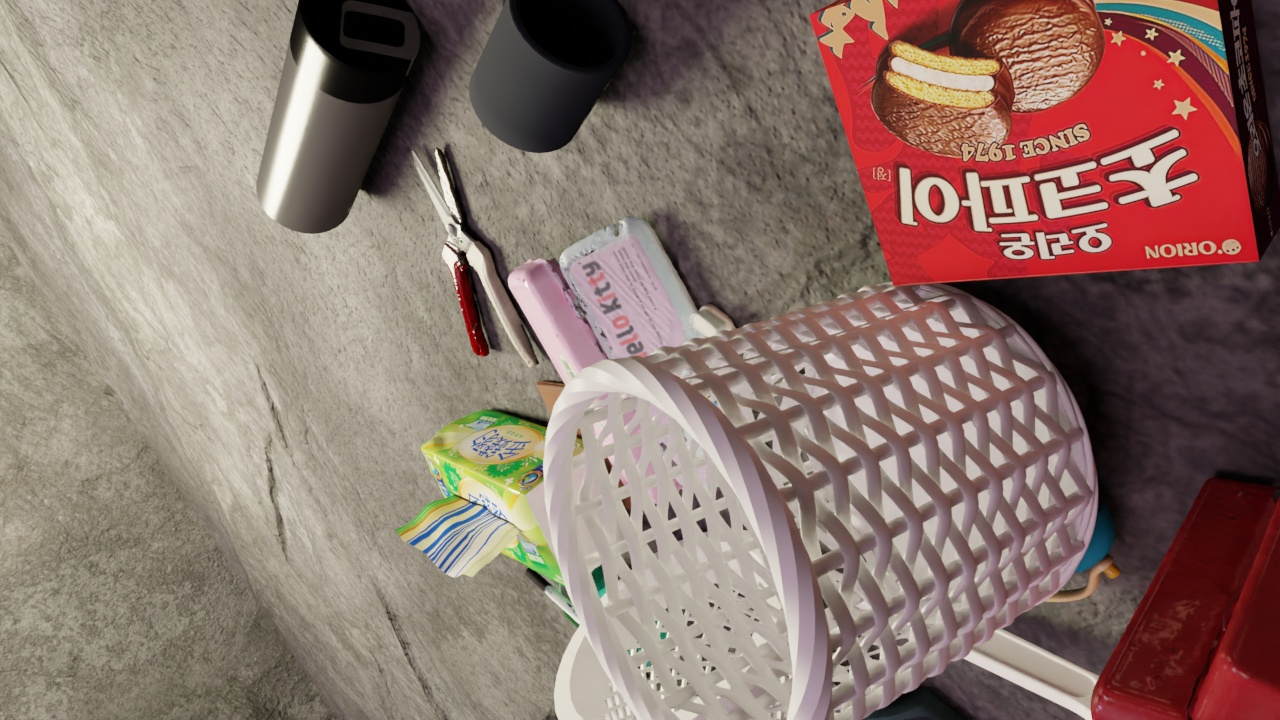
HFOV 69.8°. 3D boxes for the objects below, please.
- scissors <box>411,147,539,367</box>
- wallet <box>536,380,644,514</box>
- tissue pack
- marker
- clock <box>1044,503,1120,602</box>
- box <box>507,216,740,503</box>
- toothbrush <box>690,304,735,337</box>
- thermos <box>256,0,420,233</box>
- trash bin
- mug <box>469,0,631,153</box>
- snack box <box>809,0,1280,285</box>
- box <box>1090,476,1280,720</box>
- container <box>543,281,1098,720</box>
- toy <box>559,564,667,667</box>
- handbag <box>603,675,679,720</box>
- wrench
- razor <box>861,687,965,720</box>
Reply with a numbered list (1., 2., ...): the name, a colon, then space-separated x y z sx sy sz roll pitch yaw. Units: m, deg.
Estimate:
1. scissors: -0.139 -0.072 0.763 0.179 0.015 0.185 46 144 11
2. wallet: -0.041 0.072 0.778 0.087 0.013 0.121 6 124 52
3. tissue pack: -0.129 0.132 0.805 0.198 0.141 0.120 4 123 54
4. marker: -0.050 0.235 0.825 0.152 0.011 0.011 35 142 25
5. clock: 0.194 0.070 0.486 0.099 0.043 0.130 -5 109 51
6. box: -0.012 0.011 0.649 0.154 0.066 0.201 -12 112 52
7. toothbrush: 0.104 0.020 0.564 0.181 0.018 0.016 37 131 19
8. thermos: -0.242 -0.190 0.717 0.082 0.082 0.241 53 145 -1
9. trash bin: 0.073 0.268 0.688 0.196 0.195 0.199 -10 122 52
10. mug: -0.058 -0.187 0.533 0.078 0.071 0.105 -40 61 55
11. snack box: 0.160 -0.102 0.376 0.152 0.035 0.133 0 120 49
12. box: 0.278 0.125 0.340 0.171 0.156 0.156 2 123 49
13. container: 0.080 0.070 0.439 0.189 0.186 0.189 31 129 47
14. toy: -0.025 0.220 0.848 0.194 0.072 0.130 -8 112 61
15. handbag: -0.005 0.337 0.888 0.151 0.074 0.176 35 173 -13
16. wrench: 0.207 0.168 0.528 0.274 0.066 0.018 17 134 52
17. razor: 0.211 0.267 0.640 0.143 0.047 0.052 37 118 17
